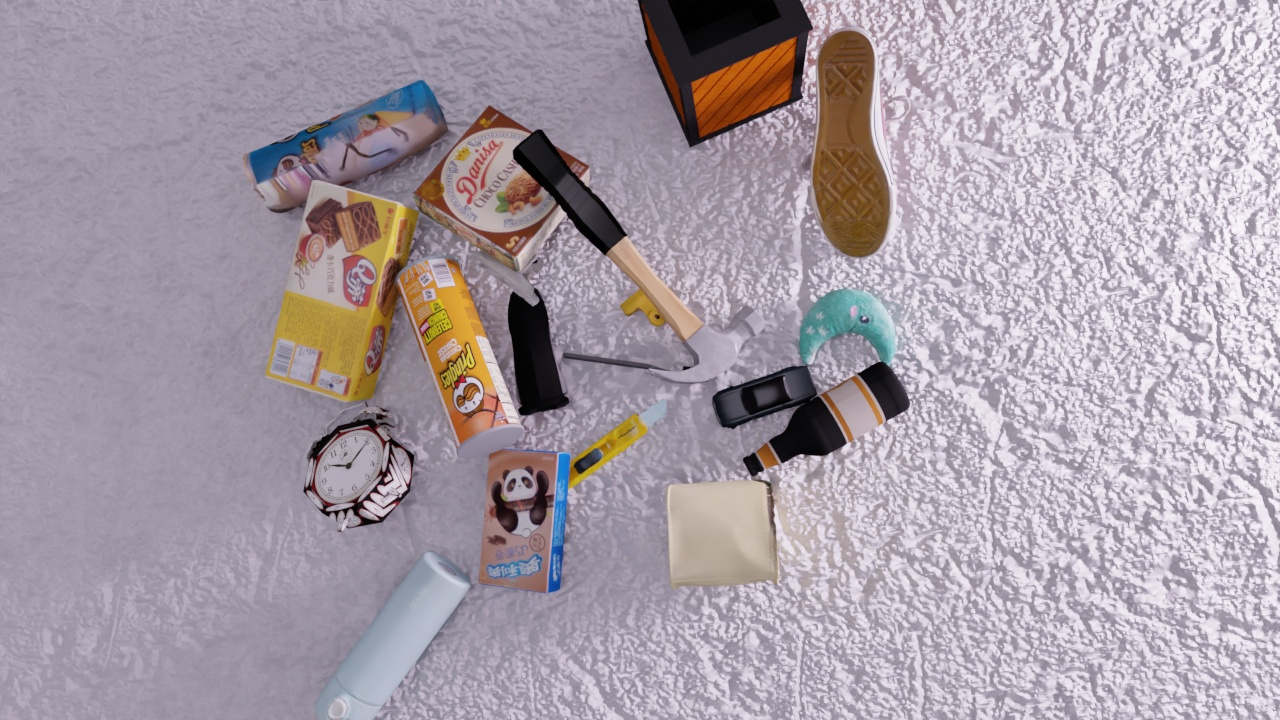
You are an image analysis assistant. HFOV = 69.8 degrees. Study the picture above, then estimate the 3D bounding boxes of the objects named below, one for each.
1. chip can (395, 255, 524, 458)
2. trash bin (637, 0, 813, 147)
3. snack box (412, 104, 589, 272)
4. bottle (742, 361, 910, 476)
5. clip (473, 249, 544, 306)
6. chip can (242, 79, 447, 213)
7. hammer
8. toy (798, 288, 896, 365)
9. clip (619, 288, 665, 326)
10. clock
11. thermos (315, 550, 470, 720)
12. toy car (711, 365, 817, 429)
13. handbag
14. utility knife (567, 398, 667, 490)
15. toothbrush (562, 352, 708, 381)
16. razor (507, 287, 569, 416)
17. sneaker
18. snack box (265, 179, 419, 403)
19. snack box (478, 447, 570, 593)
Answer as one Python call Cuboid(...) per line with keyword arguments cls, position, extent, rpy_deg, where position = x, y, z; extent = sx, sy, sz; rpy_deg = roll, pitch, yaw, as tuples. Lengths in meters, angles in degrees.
Cuboid(cls="chip can", position=(-0.200, -0.006, 1.006), extent=(0.075, 0.075, 0.215), rpy_deg=(-25, 72, 4))
Cuboid(cls="trash bin", position=(0.085, -0.345, 0.976), extent=(0.140, 0.172, 0.139), rpy_deg=(-23, 82, 4))
Cuboid(cls="snack box", position=(-0.155, -0.195, 1.037), extent=(0.147, 0.041, 0.143), rpy_deg=(33, 72, 10))
Cuboid(cls="bottle", position=(0.192, 0.070, 0.975), extent=(0.182, 0.059, 0.059), rpy_deg=(-30, 81, 3))
Cuboid(cls="clip", position=(-0.137, -0.102, 1.049), extent=(0.058, 0.050, 0.102), rpy_deg=(-38, 57, -25))
Cuboid(cls="chip can", position=(-0.341, -0.248, 1.069), extent=(0.229, 0.080, 0.079), rpy_deg=(-22, 82, 4))
Cuboid(cls="hammer", position=(-0.016, -0.113, 0.994), extent=(0.131, 0.039, 0.328), rpy_deg=(-41, 91, -8))
Cuboid(cls="toy", position=(0.226, -0.036, 0.998), extent=(0.105, 0.033, 0.085), rpy_deg=(2, 95, 6))
Cuboid(cls="clip", position=(0.009, -0.061, 1.035), extent=(0.054, 0.044, 0.049), rpy_deg=(-40, 123, 0))
Cuboid(cls="clock", position=(-0.315, 0.115, 1.032), extent=(0.115, 0.065, 0.154), rpy_deg=(-31, 52, 4))
Cuboid(cls="thermos", position=(-0.272, 0.310, 1.001), extent=(0.065, 0.078, 0.207), rpy_deg=(36, 87, 5))
Cuboid(cls="toy car", position=(0.134, 0.039, 0.998), extent=(0.112, 0.034, 0.046), rpy_deg=(-19, 82, 5))
Cuboid(cls="handbag", position=(0.089, 0.183, 0.969), extent=(0.119, 0.081, 0.111), rpy_deg=(-5, 76, 8))
Cuboid(cls="utility knife", position=(-0.043, 0.100, 1.026), extent=(0.179, 0.017, 0.030), rpy_deg=(-36, 89, -1))
Cuboid(cls="toothbrush", position=(-0.006, 0.006, 1.030), extent=(0.167, 0.013, 0.013), rpy_deg=(8, 77, 8))
Cuboid(cls="razor", position=(-0.120, -0.015, 1.025), extent=(0.057, 0.060, 0.156), rpy_deg=(-12, 79, 0))
Cuboid(cls="sneaker", position=(0.230, -0.233, 0.990), extent=(0.118, 0.087, 0.241), rpy_deg=(-1, 108, 18))
Cuboid(cls="snack box", position=(-0.336, -0.077, 1.040), extent=(0.110, 0.061, 0.230), rpy_deg=(16, 94, 9))
Cuboid(cls="snack box", position=(-0.127, 0.173, 1.007), extent=(0.087, 0.034, 0.151), rpy_deg=(2, 85, 23))
